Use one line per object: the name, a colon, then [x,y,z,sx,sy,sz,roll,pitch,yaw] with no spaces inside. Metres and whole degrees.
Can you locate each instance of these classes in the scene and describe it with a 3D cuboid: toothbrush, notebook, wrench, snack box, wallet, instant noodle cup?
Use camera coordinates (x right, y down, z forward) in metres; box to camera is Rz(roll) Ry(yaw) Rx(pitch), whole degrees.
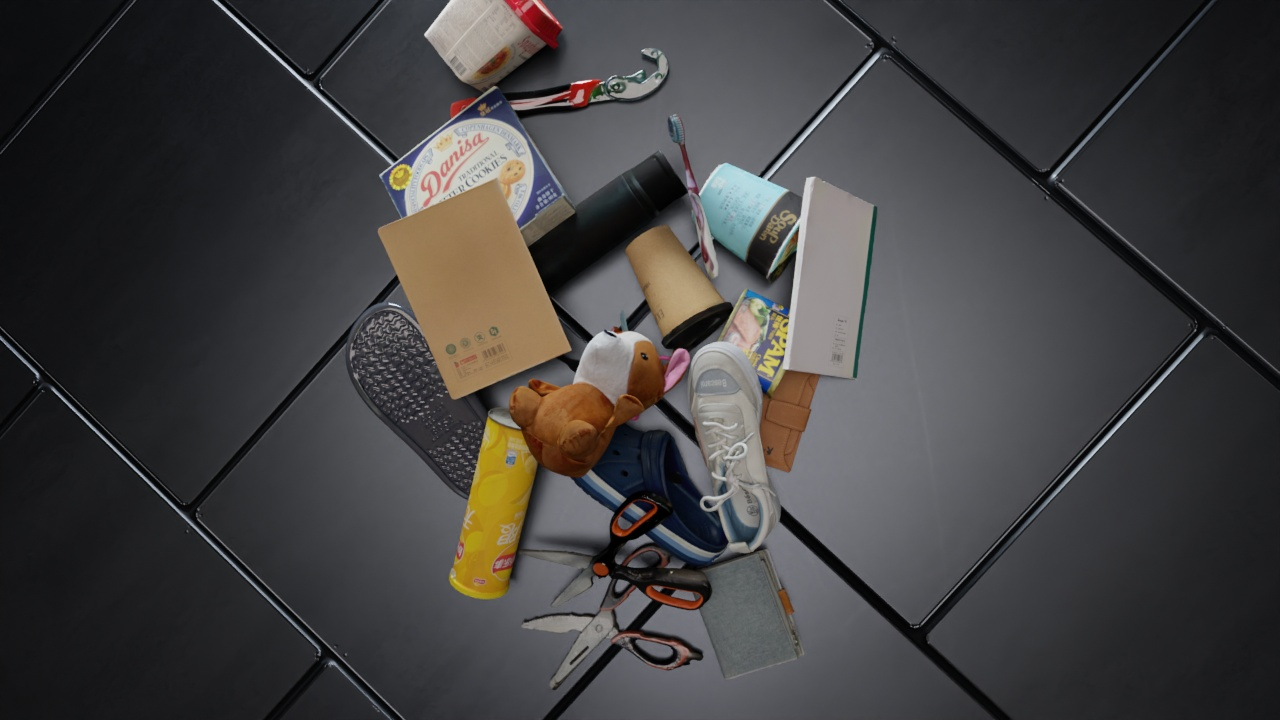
toothbrush: [0.059,-0.182,1.027,0.016,0.017,0.187,-8,101,37]
notebook: [0.218,-0.087,1.036,0.012,0.150,0.209,7,89,42]
wrench: [-0.098,-0.324,1.115,0.273,0.016,0.056,-12,88,3]
snack box: [-0.193,-0.196,1.070,0.178,0.045,0.182,-35,69,8]
toothbrush: [-0.139,-0.027,1.114,0.189,0.018,0.014,29,89,7]
notebook: [-0.184,-0.078,1.018,0.148,0.008,0.207,-23,95,4]
wallet: [0.125,0.296,1.075,0.107,0.037,0.129,-21,86,14]
wallet: [0.145,0.055,1.084,0.108,0.031,0.132,18,91,6]
instant noodle cup: [0.128,-0.167,1.058,0.120,0.111,0.111,34,91,12]
instant noodle cup: [-0.176,-0.392,1.081,0.124,0.116,0.116,-39,86,13]

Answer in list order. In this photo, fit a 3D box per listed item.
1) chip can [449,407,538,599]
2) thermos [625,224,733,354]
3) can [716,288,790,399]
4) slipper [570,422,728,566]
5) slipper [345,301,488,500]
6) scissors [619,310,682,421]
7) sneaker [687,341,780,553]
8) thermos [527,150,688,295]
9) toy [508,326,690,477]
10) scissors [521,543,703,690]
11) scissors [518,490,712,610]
chip can: [-0.163,0.164,1.057,0.072,0.072,0.213,16,103,4]
thermos: [0.042,-0.082,1.067,0.093,0.093,0.143,-31,80,2]
can: [0.135,-0.020,1.046,0.083,0.057,0.102,27,83,7]
slipper: [0.008,0.129,1.046,0.253,0.105,0.095,43,113,1]
slipper: [-0.246,0.050,1.091,0.111,0.083,0.268,-34,106,1]
scissors: [-0.005,0.006,1.080,0.135,0.017,0.133,-3,99,35]
sneaker: [0.096,0.102,1.016,0.090,0.090,0.242,-6,109,28]
thermos: [-0.059,-0.152,1.081,0.243,0.090,0.068,-34,102,8]
toy: [-0.046,0.029,0.990,0.140,0.131,0.199,29,48,30]
scissors: [-0.031,0.308,1.095,0.223,0.015,0.189,7,89,4]
scissors: [-0.024,0.224,1.035,0.221,0.021,0.233,23,122,3]
